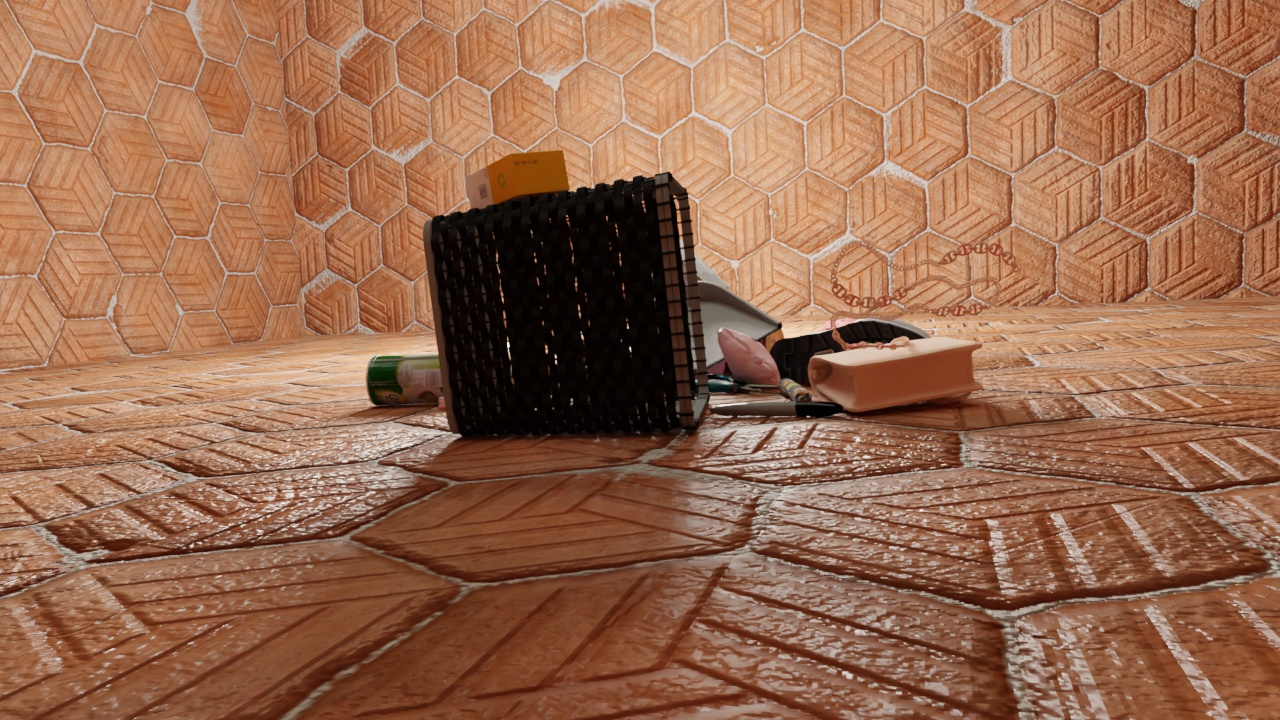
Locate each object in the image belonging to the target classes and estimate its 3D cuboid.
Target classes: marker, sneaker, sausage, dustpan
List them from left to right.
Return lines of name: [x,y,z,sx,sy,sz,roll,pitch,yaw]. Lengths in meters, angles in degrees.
dustpan: [0.057,-0.071,1.337,0.162,0.033,0.258,-28,36,-27]
marker: [0.139,0.052,0.950,0.139,0.016,0.022,-2,-26,20]
sausage: [0.178,0.036,1.065,0.020,0.020,0.155,-3,5,1]
sneaker: [0.290,-0.015,1.177,0.124,0.089,0.240,-12,6,-42]

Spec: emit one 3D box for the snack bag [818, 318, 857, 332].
snack bag: [0.316,-0.027,1.370,0.082,0.082,0.176,-4,4,-9]

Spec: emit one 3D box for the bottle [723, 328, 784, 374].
bottle: [0.151,-0.026,1.358,0.111,0.099,0.098,-3,4,32]

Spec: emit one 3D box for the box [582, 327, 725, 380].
box: [0.006,-0.004,1.325,0.153,0.041,0.201,-18,26,-42]

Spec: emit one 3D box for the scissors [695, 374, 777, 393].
scissors: [0.095,0.031,1.175,0.118,0.019,0.148,-5,7,-25]

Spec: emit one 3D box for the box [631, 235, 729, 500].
box: [0.049,-0.004,1.510,0.165,0.446,0.167,6,8,15]

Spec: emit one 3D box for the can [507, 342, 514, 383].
can: [-0.206,0.011,1.322,0.068,0.067,0.105,-2,5,9]

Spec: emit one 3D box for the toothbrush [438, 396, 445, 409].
toothbrush: [-0.187,0.050,1.147,0.135,0.016,0.021,-3,5,1]

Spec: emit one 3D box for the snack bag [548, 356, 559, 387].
snack bag: [-0.109,0.018,1.343,0.077,0.041,0.225,-4,4,-17]

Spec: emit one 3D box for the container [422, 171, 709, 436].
container: [-0.066,-0.052,0.982,0.244,0.245,0.247,-6,5,8]

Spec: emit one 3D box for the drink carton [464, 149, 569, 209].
drink carton: [-0.130,-0.181,0.942,0.058,0.040,0.123,-13,5,-32]

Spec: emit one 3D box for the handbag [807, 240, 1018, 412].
handbag: [0.275,-0.045,0.967,0.198,0.187,0.116,-9,13,-10]

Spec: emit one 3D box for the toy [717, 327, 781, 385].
toy: [0.147,0.004,1.200,0.052,0.099,0.096,-45,45,-13]

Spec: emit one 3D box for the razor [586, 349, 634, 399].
razor: [-0.007,0.007,1.181,0.060,0.057,0.155,41,46,23]

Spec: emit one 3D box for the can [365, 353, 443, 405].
can: [-0.297,0.025,1.215,0.121,0.067,0.067,-2,5,7]
